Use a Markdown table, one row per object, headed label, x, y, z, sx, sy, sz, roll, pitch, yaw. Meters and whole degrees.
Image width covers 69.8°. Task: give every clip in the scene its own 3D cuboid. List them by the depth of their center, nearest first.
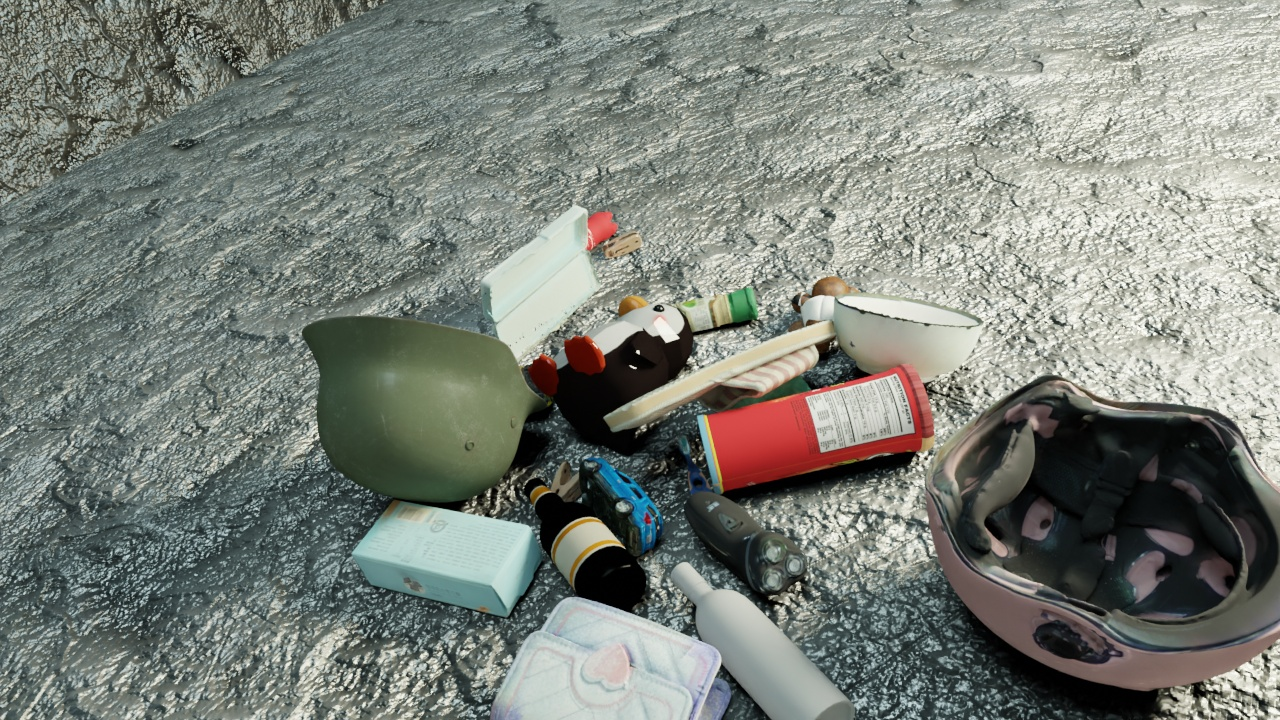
| label | x | y | z | sx | sy | sz | roll | pitch | yaw |
| --- | --- | --- | --- | --- | --- | --- | --- | --- | --- |
| clip | -0.081 | 0.133 | 0.958 | 0.049 | 0.026 | 0.061 | -28 | 44 | -2 |
| clip | -0.027 | -0.167 | 1.343 | 0.061 | 0.026 | 0.049 | 1 | 40 | 24 |

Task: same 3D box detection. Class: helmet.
| label | x | y | z | sx | sy | sz | roll | pitch | yaw |
| --- | --- | --- | --- | --- | --- | --- | --- | --- | --- |
| helmet | 0.342 | 0.142 | 0.678 | 0.256 | 0.153 | 0.229 | 18 | 44 | 35 |
| helmet | -0.223 | 0.068 | 0.950 | 0.228 | 0.267 | 0.153 | -11 | 69 | 44 |

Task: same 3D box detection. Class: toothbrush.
| label | x | y | z | sx | sy | sz | roll | pitch | yaw |
| --- | --- | --- | --- | --- | --- | --- | --- | --- | --- |
| toothbrush | 0.057 | 0.120 | 0.929 | 0.021 | 0.017 | 0.135 | -18 | 35 | -1 |

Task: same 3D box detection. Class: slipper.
| label | x | y | z | sx | sy | sz | roll | pitch | yaw |
| --- | --- | --- | --- | --- | --- | --- | --- | --- | --- |
| slipper | 0.089 | 0.024 | 0.933 | 0.262 | 0.052 | 0.115 | -22 | -2 | -19 |

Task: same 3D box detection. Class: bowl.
| label | x | y | z | sx | sy | sz | roll | pitch | yaw |
| --- | --- | --- | --- | --- | --- | --- | --- | --- | --- |
| bowl | 0.276 | -0.022 | 0.968 | 0.153 | 0.073 | 0.153 | 6 | 14 | -2 |

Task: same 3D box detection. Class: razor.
| label | x | y | z | sx | sy | sz | roll | pitch | yaw |
| --- | --- | --- | --- | --- | --- | --- | --- | --- | --- |
| razor | 0.088 | 0.157 | 0.826 | 0.053 | 0.064 | 0.140 | -30 | 39 | -22 |

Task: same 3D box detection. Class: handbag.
| label | x | y | z | sx | sy | sz | roll | pitch | yaw |
| --- | --- | --- | --- | --- | --- | --- | --- | --- | --- |
| handbag | -0.023 | 0.265 | 0.721 | 0.159 | 0.069 | 0.126 | 13 | 46 | 30 |

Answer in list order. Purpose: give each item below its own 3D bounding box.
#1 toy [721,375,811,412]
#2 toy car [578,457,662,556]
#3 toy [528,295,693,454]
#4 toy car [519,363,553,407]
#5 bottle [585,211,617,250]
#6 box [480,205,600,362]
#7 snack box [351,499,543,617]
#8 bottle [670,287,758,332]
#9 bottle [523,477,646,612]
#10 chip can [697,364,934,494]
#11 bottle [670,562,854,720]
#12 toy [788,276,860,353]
| label | x | y | z | sx | sy | sz | roll | pitch | yaw |
| --- | --- | --- | --- | --- | --- | --- | --- | --- | --- |
| toy | 0.130 | 0.041 | 0.999 | 0.105 | 0.033 | 0.085 | -25 | 48 | -15 |
| toy car | -0.021 | 0.141 | 0.901 | 0.043 | 0.056 | 0.120 | -18 | 37 | -28 |
| toy | -0.006 | 0.006 | 1.039 | 0.160 | 0.140 | 0.183 | -26 | 9 | 46 |
| toy car | -0.126 | 0.032 | 1.101 | 0.049 | 0.030 | 0.106 | -8 | 29 | 7 |
| bottle | -0.094 | -0.175 | 1.361 | 0.042 | 0.042 | 0.141 | 23 | 50 | 40 |
| box | -0.128 | -0.101 | 1.190 | 0.044 | 0.136 | 0.196 | 19 | 47 | 31 |
| snack box | -0.188 | 0.190 | 0.893 | 0.175 | 0.053 | 0.074 | 4 | 39 | 27 |
| bottle | 0.089 | -0.061 | 1.141 | 0.111 | 0.043 | 0.043 | -12 | 36 | 6 |
| bottle | -0.064 | 0.167 | 0.872 | 0.059 | 0.059 | 0.181 | -29 | 38 | -18 |
| chip can | 0.169 | 0.069 | 0.898 | 0.213 | 0.087 | 0.087 | -13 | 36 | 4 |
| bottle | 0.086 | 0.228 | 0.740 | 0.052 | 0.052 | 0.195 | -29 | 38 | -19 |
| toy | 0.217 | -0.053 | 1.072 | 0.087 | 0.067 | 0.112 | 2 | 48 | 22 |
